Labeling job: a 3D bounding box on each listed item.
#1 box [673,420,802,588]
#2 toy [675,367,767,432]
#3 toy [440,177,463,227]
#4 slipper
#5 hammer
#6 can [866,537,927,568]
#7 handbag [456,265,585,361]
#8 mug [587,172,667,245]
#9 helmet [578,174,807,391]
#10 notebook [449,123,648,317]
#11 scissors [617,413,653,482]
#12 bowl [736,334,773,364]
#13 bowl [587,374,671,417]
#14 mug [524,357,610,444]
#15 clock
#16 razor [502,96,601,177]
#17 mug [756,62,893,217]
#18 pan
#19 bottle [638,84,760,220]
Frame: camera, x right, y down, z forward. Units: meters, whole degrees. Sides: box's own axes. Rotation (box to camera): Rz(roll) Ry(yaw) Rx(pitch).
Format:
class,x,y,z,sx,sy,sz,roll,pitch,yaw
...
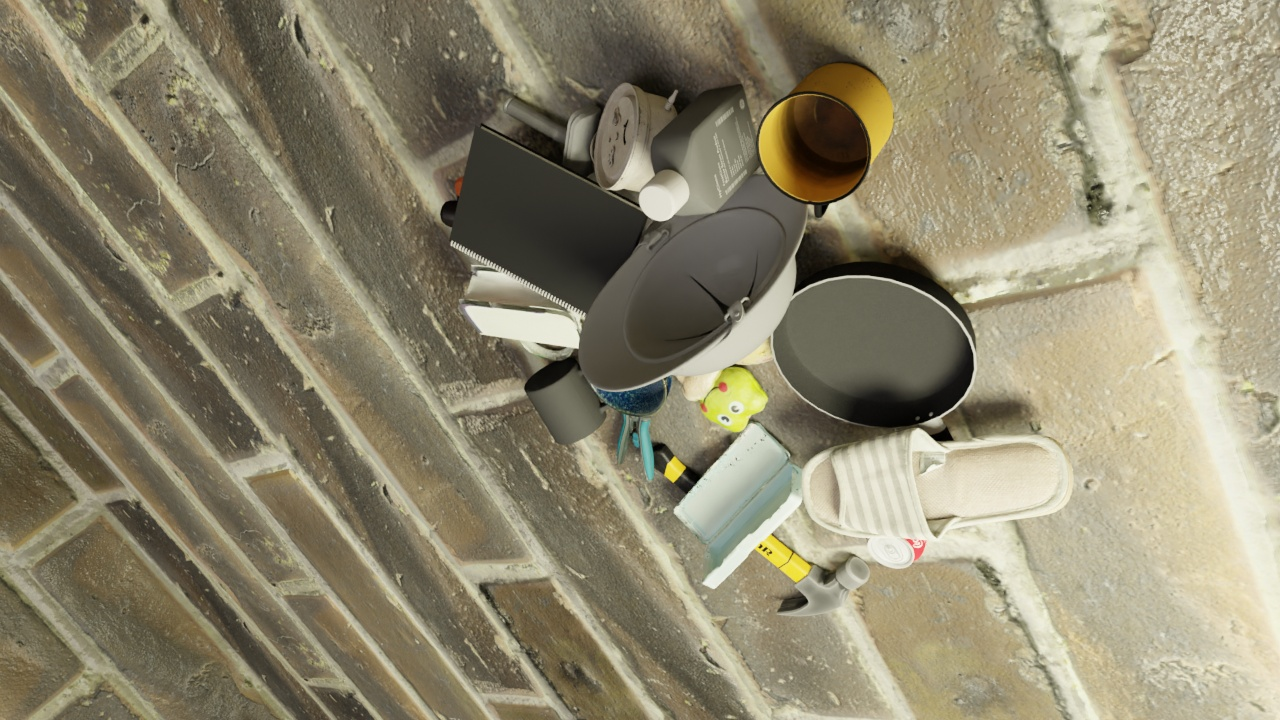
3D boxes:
class,x,y,z,sx,sy,sz,roll,pitch,yaw
box,0.119,0.183,1.145,0.126,0.074,0.198,52,127,22
toy,0.090,0.032,1.092,0.118,0.043,0.092,39,137,3
toy,-0.149,-0.158,1.063,0.176,0.096,0.112,6,130,6
slipper,0.293,0.125,0.939,0.273,0.054,0.114,-8,83,30
hammer,0.137,0.224,1.227,0.324,0.033,0.170,39,137,3
can,0.294,0.177,1.027,0.064,0.104,0.064,18,132,21
handbag,-0.128,-0.054,1.146,0.151,0.073,0.176,7,156,15
mug,-0.027,-0.155,1.012,0.089,0.071,0.107,39,164,7
helmet,0.073,-0.051,0.911,0.117,0.271,0.183,43,-176,-43
notebook,-0.104,-0.142,0.986,0.207,0.016,0.149,29,125,10
scissors,-0.007,0.096,1.213,0.125,0.019,0.156,-28,87,50
bowl,0.100,-0.044,1.009,0.145,0.063,0.145,18,133,20
bowl,-0.007,0.007,1.123,0.114,0.060,0.115,19,135,20
mug,-0.083,0.046,1.204,0.114,0.078,0.088,-23,112,14
clock,-0.009,-0.218,0.934,0.157,0.061,0.103,-175,92,-65
razor,-0.101,-0.253,0.995,0.116,0.047,0.088,33,136,18
mug,0.168,-0.194,0.820,0.101,0.093,0.124,12,128,25
pan,0.286,0.037,0.961,0.205,0.044,0.355,-25,117,42
bottle,0.053,-0.183,0.849,0.046,0.173,0.084,0,124,34
